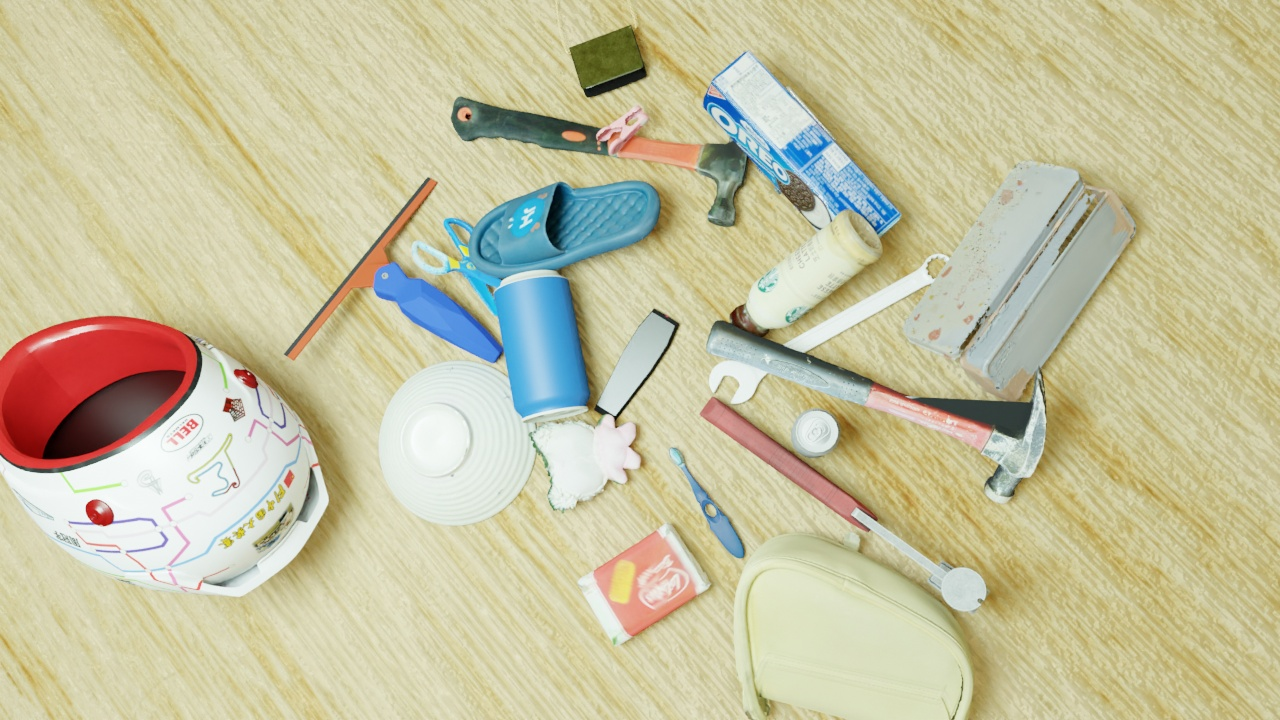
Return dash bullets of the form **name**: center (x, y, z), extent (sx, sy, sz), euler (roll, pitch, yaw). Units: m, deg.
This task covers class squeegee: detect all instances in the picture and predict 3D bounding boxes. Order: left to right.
- **squeegee**: center (-0.227, -0.056, 0.978), extent (0.185, 0.055, 0.249), euler (35, 75, -1)

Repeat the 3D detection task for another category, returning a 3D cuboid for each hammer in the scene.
- **hammer**: center (-0.048, -0.237, 0.987), extent (0.333, 0.033, 0.133), euler (12, 87, 11)
- **hammer**: center (0.186, 0.131, 0.879), extent (0.316, 0.126, 0.036), euler (36, 89, 23)
- **hammer**: center (0.221, 0.024, 0.873), extent (0.326, 0.036, 0.141), euler (20, 127, 11)

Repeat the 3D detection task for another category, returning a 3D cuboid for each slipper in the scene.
- **slipper**: center (-0.083, -0.147, 0.950), extent (0.214, 0.059, 0.103), euler (-10, 56, 17)

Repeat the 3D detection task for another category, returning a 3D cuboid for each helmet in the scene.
- **helmet**: center (-0.468, 0.103, 0.910), extent (0.315, 0.236, 0.230), euler (18, 53, 29)

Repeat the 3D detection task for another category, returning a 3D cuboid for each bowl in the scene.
- **bowl**: center (-0.201, 0.084, 0.951), extent (0.177, 0.071, 0.177), euler (-1, 83, 8)

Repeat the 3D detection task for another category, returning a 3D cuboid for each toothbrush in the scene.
- **toothbrush**: center (0.066, 0.144, 0.929), extent (0.021, 0.016, 0.132), euler (-35, 79, 6)

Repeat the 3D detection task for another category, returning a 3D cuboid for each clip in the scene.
- **clip**: center (-0.021, -0.245, 0.959), extent (0.058, 0.022, 0.037), euler (-38, 76, -1)

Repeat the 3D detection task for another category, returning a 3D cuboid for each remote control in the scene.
- **remote control**: center (-0.006, 0.006, 0.960), extent (0.039, 0.010, 0.124), euler (32, 90, 11)

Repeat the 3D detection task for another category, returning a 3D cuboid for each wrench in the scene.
- **wrench**: center (0.194, -0.033, 0.934), extent (0.273, 0.009, 0.047), euler (-29, 80, 4)

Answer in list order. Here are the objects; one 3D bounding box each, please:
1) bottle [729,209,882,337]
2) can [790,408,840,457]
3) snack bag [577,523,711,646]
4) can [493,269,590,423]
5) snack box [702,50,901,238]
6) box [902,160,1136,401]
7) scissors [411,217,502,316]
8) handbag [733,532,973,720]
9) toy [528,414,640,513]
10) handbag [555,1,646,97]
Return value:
- **bottle**: center (0.156, -0.076, 0.891), extent (0.162, 0.056, 0.056), euler (-40, 77, 34)
- **can**: center (0.166, 0.070, 0.876), extent (0.044, 0.106, 0.044), euler (-1, 83, 8)
- **snack bag**: center (0.003, 0.224, 0.920), extent (0.116, 0.036, 0.077), euler (-33, 79, 4)
- **can**: center (-0.101, -0.014, 0.942), extent (0.079, 0.079, 0.146), euler (-12, 81, 7)
- **snack box**: center (0.159, -0.202, 0.918), extent (0.059, 0.059, 0.226), euler (-41, 88, -10)
- **box**: center (0.369, -0.077, 0.893), extent (0.105, 0.096, 0.216), euler (36, 89, -28)
- **scissors**: center (-0.188, -0.094, 0.973), extent (0.104, 0.019, 0.132), euler (-26, 77, -35)
- **handbag**: center (0.200, 0.269, 0.865), extent (0.233, 0.088, 0.191), euler (13, 103, 10)
- **toy**: center (-0.052, 0.100, 0.942), extent (0.109, 0.041, 0.095), euler (-16, 82, 0)
- **handbag**: center (-0.051, -0.380, 1.011), extent (0.084, 0.027, 0.178), euler (-18, 75, 6)
